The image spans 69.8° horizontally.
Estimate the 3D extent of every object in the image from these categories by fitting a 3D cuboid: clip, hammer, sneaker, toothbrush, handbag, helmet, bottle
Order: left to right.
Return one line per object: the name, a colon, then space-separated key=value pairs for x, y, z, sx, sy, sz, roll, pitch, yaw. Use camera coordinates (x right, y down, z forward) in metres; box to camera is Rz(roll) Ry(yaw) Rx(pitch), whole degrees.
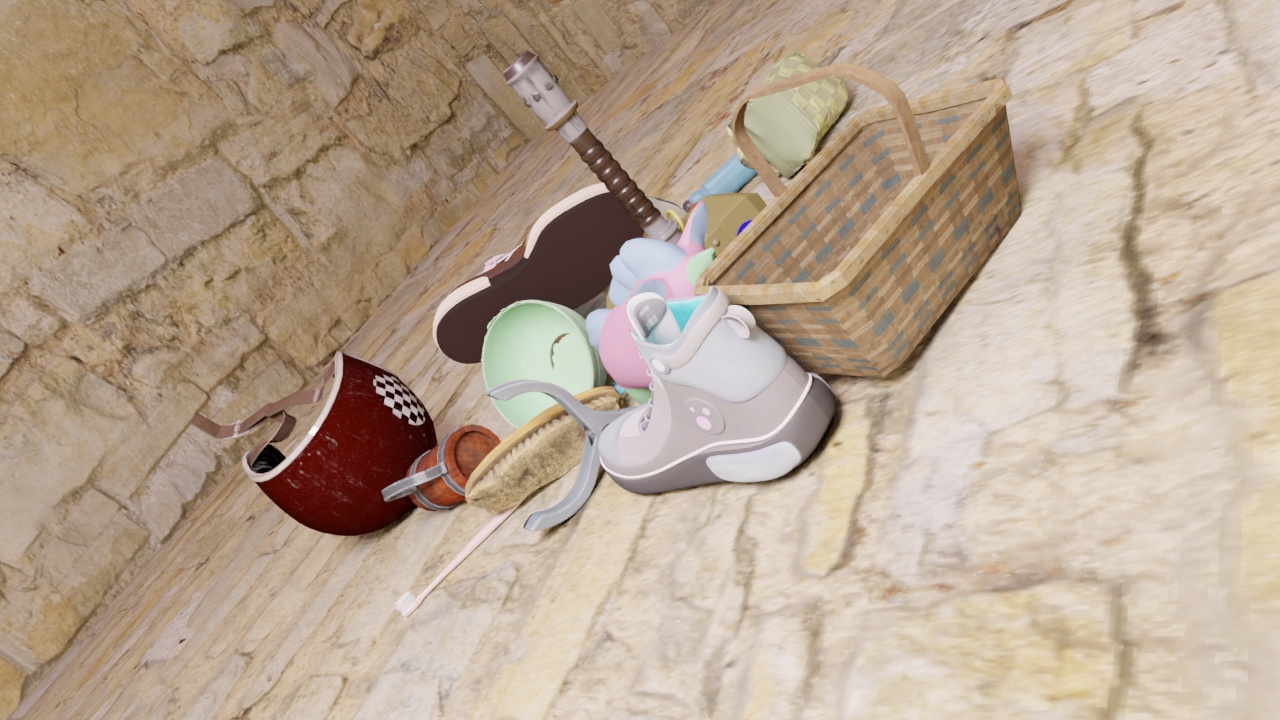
helmet: x=-0.398 y=0.110 z=1.192 sx=0.233 sy=0.253 sz=0.234 roll=-47 pitch=34 yaw=5
toothbrush: x=-0.185 y=0.198 z=0.957 sx=0.181 sy=0.018 sz=0.016 roll=-44 pitch=22 yaw=-4
sneaker: x=-0.115 y=-0.114 z=1.062 sx=0.294 sy=0.111 sz=0.116 roll=-37 pitch=33 yaw=20
clip: x=-0.074 y=0.099 z=0.859 sx=0.031 sy=0.168 sz=0.164 roll=6 pitch=85 yaw=64
hammer: x=-0.016 y=-0.171 z=0.924 sx=0.190 sy=0.325 sz=0.101 roll=-46 pitch=21 yaw=-7
sneaker: x=0.018 y=0.021 z=0.720 sx=0.257 sy=0.160 sz=0.092 roll=-14 pitch=34 yaw=51
bottle: x=0.108 y=-0.234 z=1.244 sx=0.130 sy=0.040 sz=0.040 roll=-42 pitch=20 yaw=2
handbag: x=0.182 y=-0.304 z=1.166 sx=0.185 sy=0.113 sz=0.117 roll=-54 pitch=9 yaw=-35

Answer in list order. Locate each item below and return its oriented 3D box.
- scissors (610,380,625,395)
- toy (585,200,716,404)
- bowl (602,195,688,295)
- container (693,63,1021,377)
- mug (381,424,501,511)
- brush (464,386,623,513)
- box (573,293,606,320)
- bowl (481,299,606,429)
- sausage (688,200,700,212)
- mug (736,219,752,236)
scissors: x=-0.006 y=0.006 z=1.021 sx=0.136 sy=0.015 sz=0.056 roll=-50 pitch=11 yaw=-33
toy: x=0.014 y=-0.036 z=0.818 sx=0.223 sy=0.171 sz=0.119 roll=-2 pitch=44 yaw=47
bowl: x=-0.006 y=-0.123 z=1.108 sx=0.154 sy=0.153 sz=0.072 roll=-29 pitch=54 yaw=35
container: x=0.154 y=-0.126 z=0.677 sx=0.249 sy=0.186 sz=0.158 roll=-46 pitch=26 yaw=-23
mug: x=-0.231 y=0.132 z=1.058 sx=0.117 sy=0.081 sz=0.111 roll=-12 pitch=-14 yaw=-47
brush: x=-0.100 y=0.093 z=0.942 sx=0.195 sy=0.059 sz=0.043 roll=-35 pitch=31 yaw=4
box: x=-0.035 y=-0.145 z=1.241 sx=0.130 sy=0.105 sz=0.210 roll=-15 pitch=34 yaw=47
bowl: x=-0.095 y=0.004 z=1.013 sx=0.151 sy=0.151 sz=0.076 roll=-30 pitch=-6 yaw=32
sausage: x=0.098 y=-0.177 z=1.147 sx=0.044 sy=0.039 sz=0.164 roll=-39 pitch=19 yaw=-6
mug: x=0.134 y=-0.095 z=0.808 sx=0.084 sy=0.111 sz=0.079 roll=-8 pitch=64 yaw=58
